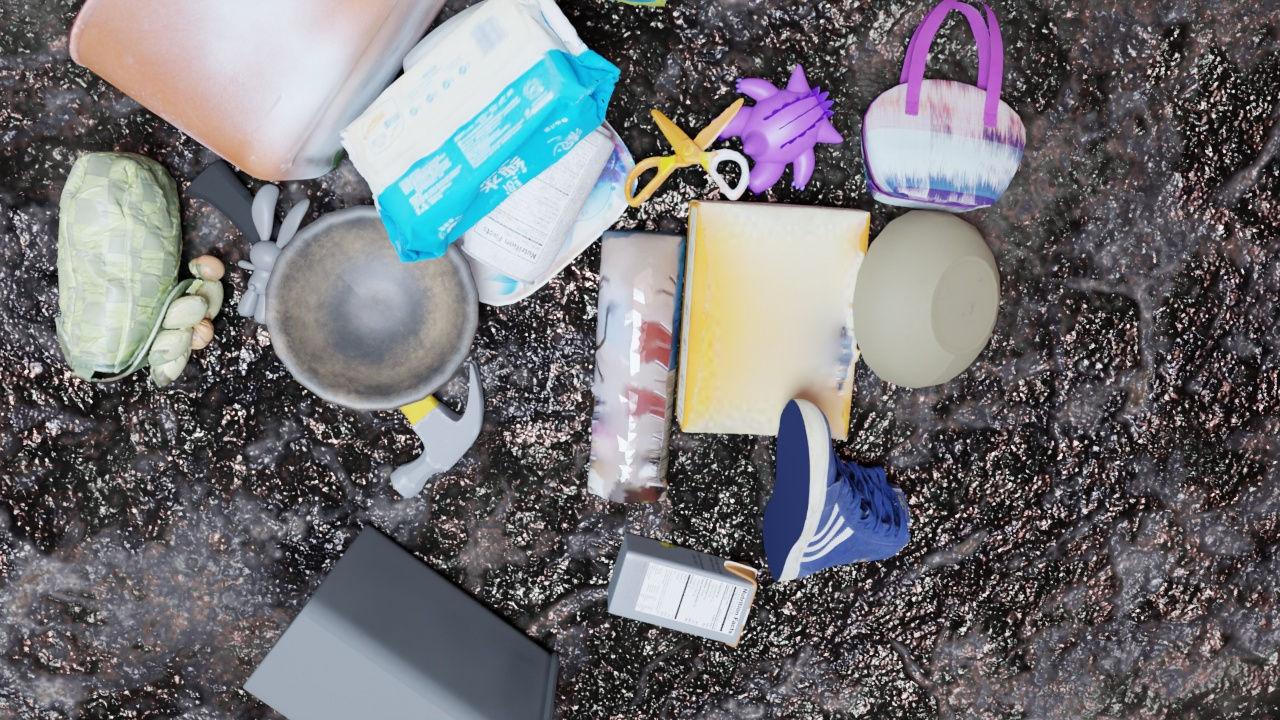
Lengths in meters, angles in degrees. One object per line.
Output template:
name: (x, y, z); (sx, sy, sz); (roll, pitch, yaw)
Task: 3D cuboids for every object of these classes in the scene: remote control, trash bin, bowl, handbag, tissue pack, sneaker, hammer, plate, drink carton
remote control: (-0.131, -0.242, 0.724); (0.114, 0.028, 0.060); (-32, 129, 0)
trash bin: (-0.187, 0.263, 0.774); (0.220, 0.191, 0.098); (38, 97, -8)
bowl: (0.249, -0.048, 0.763); (0.152, 0.050, 0.152); (-7, 103, -31)
handbag: (0.254, -0.214, 0.763); (0.144, 0.068, 0.170); (7, 95, -4)
tissue pack: (-0.119, -0.175, 0.671); (0.210, 0.066, 0.117); (-38, 74, 14)
sneaker: (0.178, 0.111, 0.767); (0.118, 0.091, 0.233); (-7, 139, -6)
hammer: (-0.259, -0.037, 0.792); (0.127, 0.029, 0.323); (-39, 100, 5)
handbag: (-0.395, -0.070, 0.738); (0.117, 0.113, 0.186); (8, 101, -12)
plate: (-0.116, -0.160, 0.776); (0.187, 0.016, 0.187); (-41, 100, 6)
trash bin: (-0.248, -0.269, 0.668); (0.157, 0.181, 0.260); (36, 97, -11)
drink carton: (0.038, 0.210, 0.843); (0.125, 0.048, 0.076); (16, 100, -6)
bowl: (-0.213, -0.040, 0.741); (0.162, 0.070, 0.162); (1, 86, -12)

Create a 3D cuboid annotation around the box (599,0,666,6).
box: (-0.031, -0.311, 0.648); (0.124, 0.220, 0.082); (3, 103, -1)

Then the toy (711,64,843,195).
toy: (0.116, -0.192, 0.759); (0.088, 0.056, 0.106); (-32, 97, 3)

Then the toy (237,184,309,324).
toy: (-0.305, -0.085, 0.754); (0.049, 0.030, 0.112); (22, 104, 10)

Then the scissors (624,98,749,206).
scissors: (0.041, -0.166, 0.746); (0.125, 0.011, 0.129); (-45, 60, 4)

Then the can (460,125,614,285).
can: (-0.083, -0.136, 0.733); (0.078, 0.078, 0.136); (28, 99, -8)

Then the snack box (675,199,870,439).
snack box: (0.111, -0.034, 0.779); (0.145, 0.080, 0.195); (3, 101, -4)

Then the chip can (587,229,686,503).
chip can: (-0.005, 0.005, 0.784); (0.080, 0.079, 0.229); (3, 101, -3)
